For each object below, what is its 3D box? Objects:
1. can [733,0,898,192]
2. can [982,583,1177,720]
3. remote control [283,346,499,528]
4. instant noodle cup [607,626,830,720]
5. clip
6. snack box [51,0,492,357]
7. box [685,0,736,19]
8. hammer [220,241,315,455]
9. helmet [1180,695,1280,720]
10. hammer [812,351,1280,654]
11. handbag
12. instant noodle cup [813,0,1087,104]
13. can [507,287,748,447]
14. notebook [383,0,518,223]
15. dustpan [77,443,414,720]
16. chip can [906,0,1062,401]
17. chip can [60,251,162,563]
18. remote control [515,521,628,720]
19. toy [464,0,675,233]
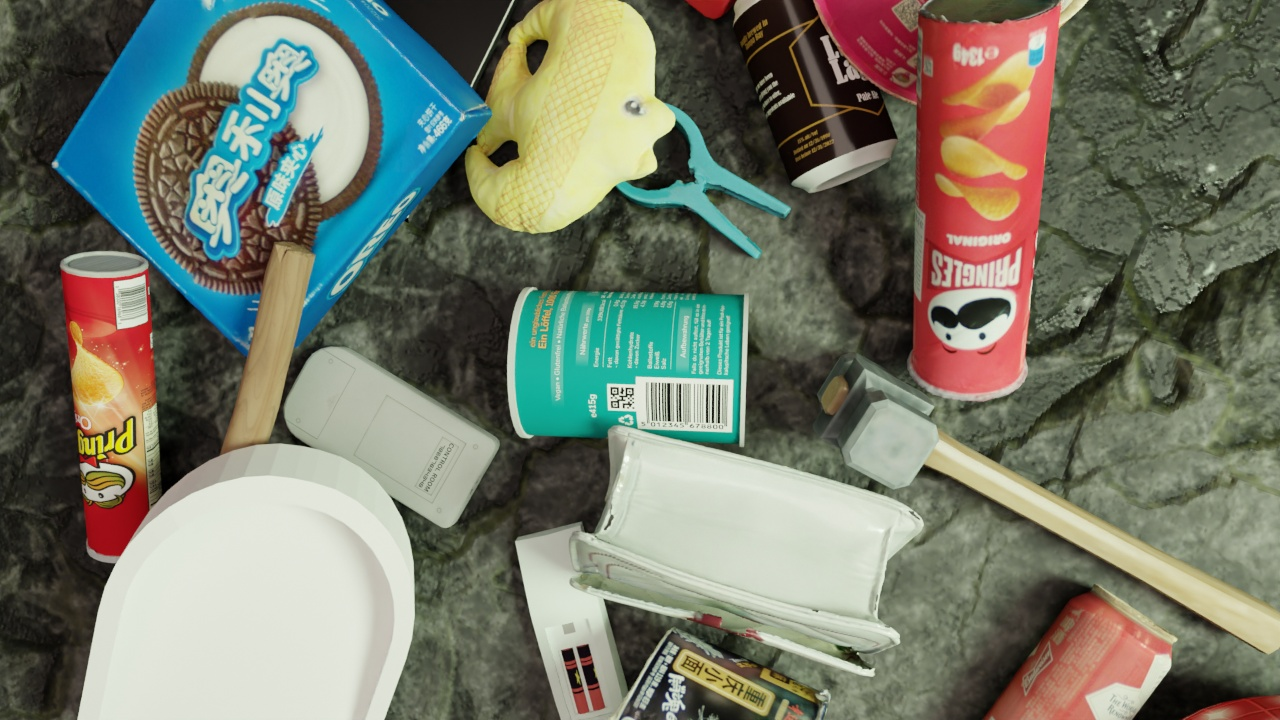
[{"bbox_3d":[0.111,-0.178,0.588,0.072,0.072,0.128,-21,90,7],"label":"can"},{"bbox_3d":[0.267,0.228,0.589,0.067,0.067,0.170,33,95,5],"label":"can"},{"bbox_3d":[-0.181,0.051,0.660,0.151,0.019,0.074,31,96,4],"label":"remote control"},{"bbox_3d":[0.042,0.245,0.592,0.112,0.137,0.137,28,95,16],"label":"instant noodle cup"},{"bbox_3d":[0.046,-0.137,0.623,0.130,0.031,0.121,14,90,6],"label":"clip"},{"bbox_3d":[-0.244,-0.146,0.603,0.195,0.056,0.239,45,110,-3],"label":"snack box"},{"bbox_3d":[0.029,-0.320,0.570,0.157,0.146,0.156,41,107,4],"label":"box"},{"bbox_3d":[-0.274,0.076,0.624,0.098,0.052,0.329,22,106,-3],"label":"hammer"},{"bbox_3d":[0.372,0.308,0.513,0.271,0.197,0.224,-18,98,7],"label":"helmet"},{"bbox_3d":[0.259,0.096,0.575,0.323,0.117,0.051,28,104,-4],"label":"hammer"},{"bbox_3d":[0.058,0.126,0.575,0.198,0.142,0.096,14,64,7],"label":"handbag"},{"bbox_3d":[0.193,-0.247,0.538,0.178,0.078,0.178,1,88,-18],"label":"instant noodle cup"},{"bbox_3d":[-0.004,0.003,0.596,0.144,0.099,0.099,2,92,7],"label":"can"},{"bbox_3d":[-0.184,-0.222,0.642,0.149,0.016,0.206,26,91,3],"label":"notebook"},{"bbox_3d":[-0.252,0.184,0.605,0.191,0.053,0.258,16,102,-18],"label":"dustpan"},{"bbox_3d":[0.191,-0.088,0.523,0.073,0.073,0.233,-6,126,7],"label":"chip can"},{"bbox_3d":[-0.362,0.035,0.633,0.052,0.051,0.215,11,111,6],"label":"chip can"},{"bbox_3d":[-0.048,0.191,0.647,0.049,0.024,0.143,-15,90,7],"label":"remote control"},{"bbox_3d":[-0.047,-0.163,0.605,0.155,0.064,0.170,25,94,31],"label":"toy"}]
